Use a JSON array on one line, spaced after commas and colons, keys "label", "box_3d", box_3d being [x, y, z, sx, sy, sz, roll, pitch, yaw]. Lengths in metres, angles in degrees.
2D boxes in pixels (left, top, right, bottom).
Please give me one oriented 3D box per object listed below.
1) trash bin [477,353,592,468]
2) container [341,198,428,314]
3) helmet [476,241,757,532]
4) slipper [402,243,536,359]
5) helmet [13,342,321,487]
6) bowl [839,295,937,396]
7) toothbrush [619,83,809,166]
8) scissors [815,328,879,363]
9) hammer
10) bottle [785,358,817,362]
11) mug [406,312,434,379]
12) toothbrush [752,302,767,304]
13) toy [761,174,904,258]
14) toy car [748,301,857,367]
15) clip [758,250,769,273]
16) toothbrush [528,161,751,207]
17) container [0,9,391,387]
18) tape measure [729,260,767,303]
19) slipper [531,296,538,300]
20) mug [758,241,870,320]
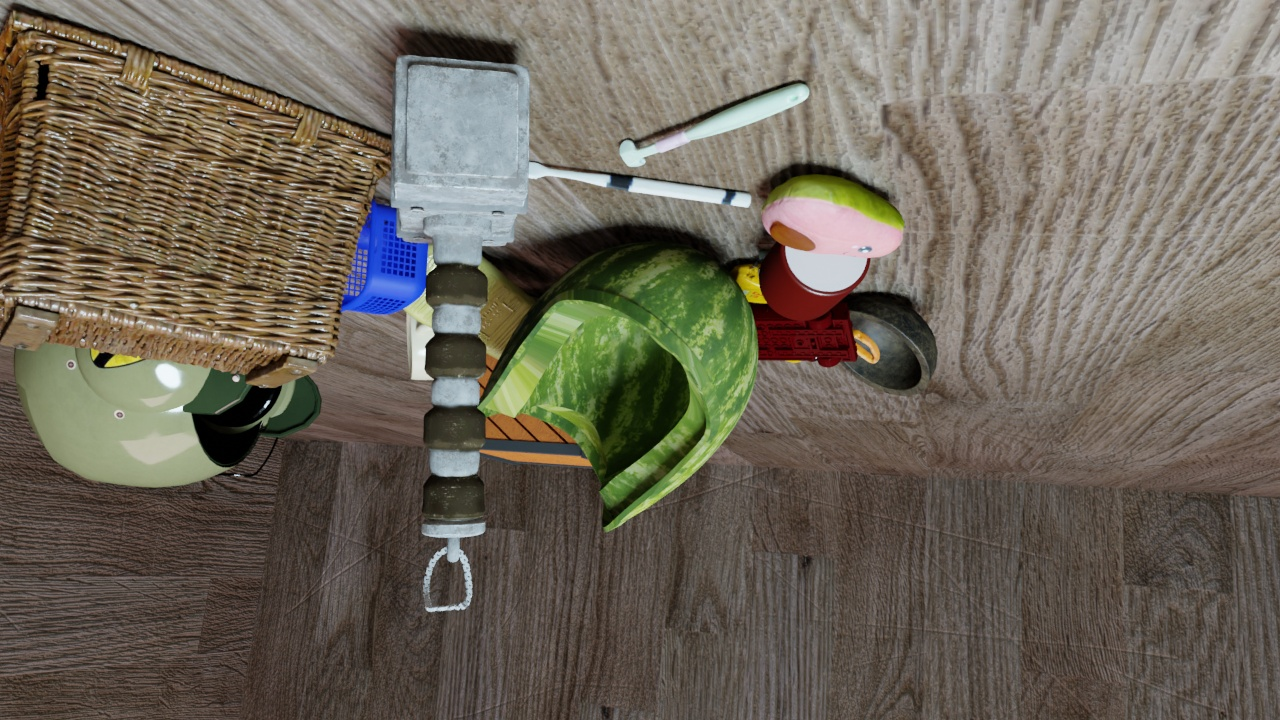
[{"label": "trash bin", "box_3d": [-0.098, 0.049, 1.065, 0.172, 0.139, 0.139, 1, 167, 26]}, {"label": "container", "box_3d": [-0.237, -0.090, 0.831, 0.058, 0.096, 0.114, 7, 169, -36]}, {"label": "helmet", "box_3d": [-0.005, 0.005, 0.848, 0.213, 0.247, 0.242, 42, -164, 1]}, {"label": "slipper", "box_3d": [-0.170, -0.067, 0.959, 0.190, 0.092, 0.081, 34, -164, -35]}, {"label": "helmet", "box_3d": [-0.424, -0.017, 0.814, 0.233, 0.255, 0.250, 3, 169, 0]}, {"label": "bowl", "box_3d": [0.261, -0.025, 0.963, 0.121, 0.056, 0.121, 34, 156, 17]}, {"label": "toothbrush", "box_3d": [0.044, -0.152, 0.595, 0.155, 0.015, 0.022, -8, 132, 45]}, {"label": "scissors", "box_3d": [0.194, -0.033, 0.964, 0.125, 0.011, 0.131, 38, 156, 6]}, {"label": "hammer", "box_3d": [-0.117, -0.011, 0.582, 0.079, 0.326, 0.177, 1, 176, -13]}, {"label": "bottle", "box_3d": [0.157, -0.026, 1.087, 0.143, 0.043, 0.043, 14, 166, -35]}, {"label": "mug", "box_3d": [-0.231, -0.028, 1.122, 0.099, 0.096, 0.120, -2, 166, -17]}, {"label": "toothbrush", "box_3d": [0.196, -0.053, 1.008, 0.168, 0.014, 0.014, 5, 125, 2]}, {"label": "toy", "box_3d": [0.147, -0.106, 0.682, 0.110, 0.051, 0.090, 8, 169, -17]}, {"label": "toy car", "box_3d": [0.138, -0.035, 0.944, 0.170, 0.061, 0.070, 1, 134, 27]}, {"label": "clip", "box_3d": [0.145, -0.087, 0.834, 0.076, 0.044, 0.023, -2, 168, 26]}, {"label": "toothbrush", "box_3d": [-0.006, -0.135, 0.708, 0.186, 0.012, 0.017, 7, -178, -6]}, {"label": "container", "box_3d": [-0.322, -0.088, 0.642, 0.249, 0.183, 0.163, 13, 164, -36]}, {"label": "tape measure", "box_3d": [0.116, -0.076, 0.891, 0.059, 0.030, 0.068, 7, 171, -7]}, {"label": "slipper", "box_3d": [-0.088, -0.045, 1.086, 0.115, 0.052, 0.264, 14, 167, -26]}, {"label": "mug", "box_3d": [0.158, -0.084, 0.765, 0.105, 0.073, 0.083, -22, 172, -9]}]
